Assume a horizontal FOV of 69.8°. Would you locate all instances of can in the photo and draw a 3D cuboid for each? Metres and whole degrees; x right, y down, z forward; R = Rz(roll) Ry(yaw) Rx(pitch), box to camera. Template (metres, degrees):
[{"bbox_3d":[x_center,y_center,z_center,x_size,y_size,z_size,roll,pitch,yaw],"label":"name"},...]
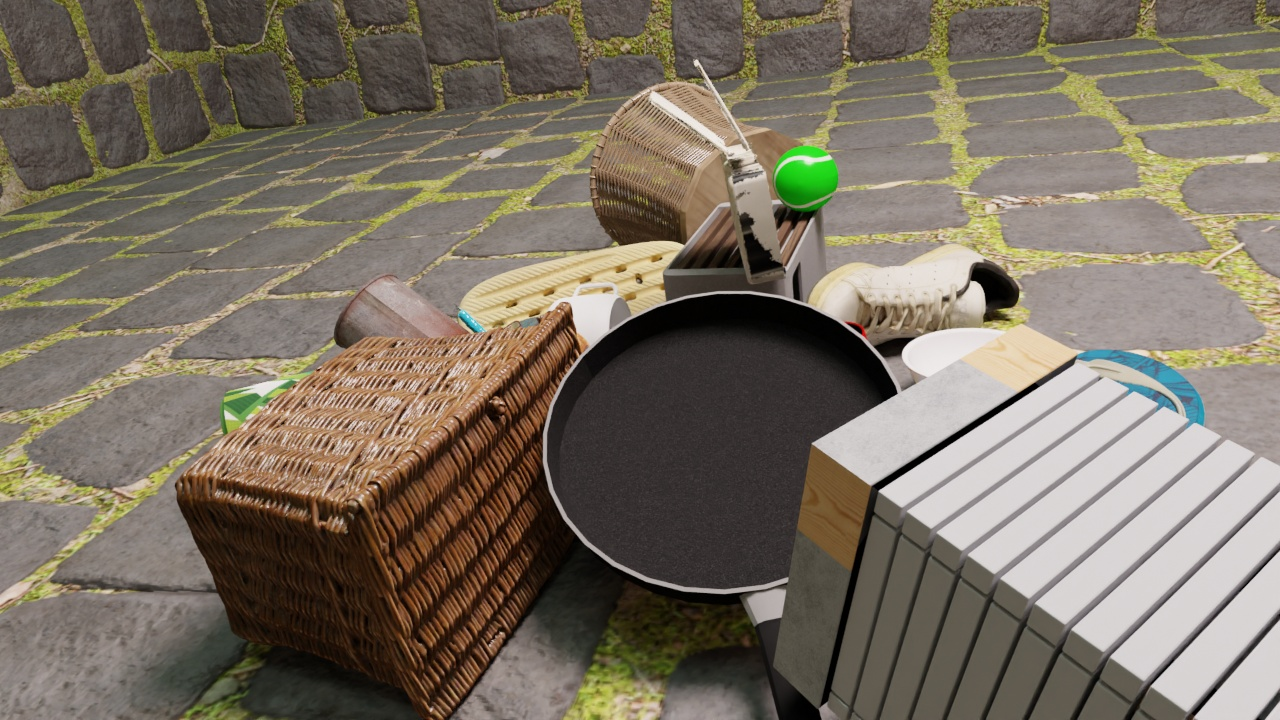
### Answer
[{"bbox_3d":[-0.269,0.049,0.776,0.144,0.083,0.083,-15,25,-13],"label":"can"}]

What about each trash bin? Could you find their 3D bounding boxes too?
[{"bbox_3d":[0.197,0.122,0.360,0.142,0.143,0.247,-24,43,-31],"label":"trash bin"},{"bbox_3d":[0.114,-0.073,0.922,0.115,0.114,0.228,1,26,20],"label":"trash bin"}]

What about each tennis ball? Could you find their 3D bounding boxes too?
[{"bbox_3d":[0.166,-0.182,0.922,0.065,0.065,0.065,-7,24,3],"label":"tennis ball"}]

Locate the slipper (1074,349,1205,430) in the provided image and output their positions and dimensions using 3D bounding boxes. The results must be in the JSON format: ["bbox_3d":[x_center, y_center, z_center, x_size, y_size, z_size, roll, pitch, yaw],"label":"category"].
[{"bbox_3d":[0.335,0.044,0.661,0.118,0.060,0.293,13,32,33],"label":"slipper"}]

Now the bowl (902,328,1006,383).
[{"bbox_3d":[0.276,0.013,0.768,0.110,0.041,0.109,-7,24,3],"label":"bowl"}]

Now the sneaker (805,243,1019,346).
[{"bbox_3d":[0.263,-0.048,0.868,0.241,0.089,0.102,-18,33,-29],"label":"sneaker"}]

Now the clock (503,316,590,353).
[{"bbox_3d":[-0.102,0.013,0.770,0.158,0.073,0.121,-7,31,45],"label":"clock"}]

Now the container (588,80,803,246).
[{"bbox_3d":[0.081,-0.207,1.118,0.226,0.227,0.196,-20,33,-23],"label":"container"}]

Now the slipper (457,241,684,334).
[{"bbox_3d":[-0.059,-0.052,0.978,0.261,0.079,0.111,-17,66,-5],"label":"slipper"}]

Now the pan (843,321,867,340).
[{"bbox_3d":[0.017,0.039,0.761,0.357,0.067,0.208,-15,11,31],"label":"pan"}]

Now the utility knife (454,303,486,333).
[{"bbox_3d":[-0.146,-0.015,0.911,0.015,0.117,0.022,-45,0,-15],"label":"utility knife"}]

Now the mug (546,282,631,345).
[{"bbox_3d":[-0.048,-0.025,0.880,0.068,0.094,0.115,-4,62,17],"label":"mug"}]

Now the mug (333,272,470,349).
[{"bbox_3d":[-0.239,-0.010,0.919,0.110,0.123,0.096,39,43,13],"label":"mug"}]

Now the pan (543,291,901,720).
[{"bbox_3d":[0.062,0.096,0.537,0.225,0.034,0.355,-12,50,1],"label":"pan"}]

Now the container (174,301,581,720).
[{"bbox_3d":[-0.160,0.082,0.609,0.183,0.162,0.249,3,28,23],"label":"container"}]

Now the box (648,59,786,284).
[{"bbox_3d":[0.073,-0.160,0.777,0.066,0.186,0.145,-31,16,13],"label":"box"}]
